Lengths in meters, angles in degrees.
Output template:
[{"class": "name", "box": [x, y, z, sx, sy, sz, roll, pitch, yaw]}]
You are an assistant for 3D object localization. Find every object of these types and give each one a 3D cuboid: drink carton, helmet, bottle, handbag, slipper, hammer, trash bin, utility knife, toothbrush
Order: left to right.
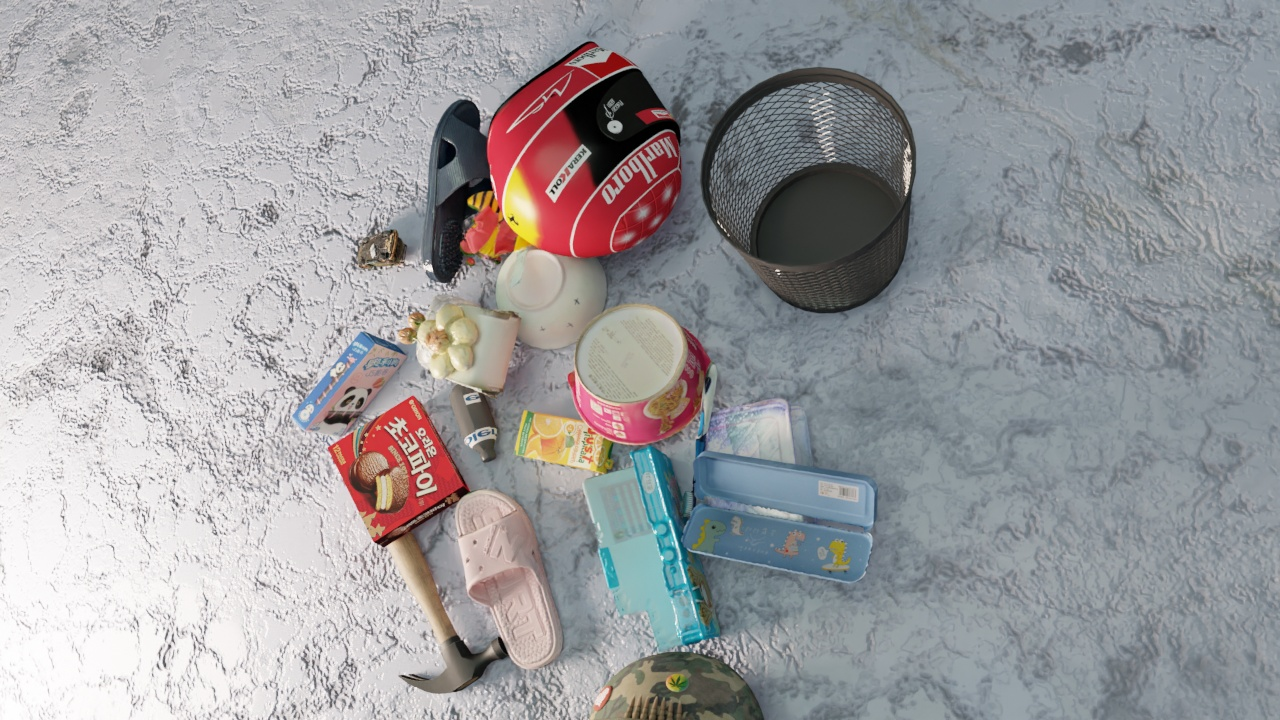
[{"class": "hammer", "box": [-0.295, 0.286, 1.200, 0.132, 0.040, 0.305, -35, 69, 4]}, {"class": "handbag", "box": [-0.243, -0.027, 1.192, 0.172, 0.123, 0.112, 18, 94, 47]}, {"class": "slipper", "box": [-0.240, -0.236, 1.270, 0.083, 0.101, 0.263, 6, 83, 20]}, {"class": "bottle", "box": [-0.218, 0.082, 1.214, 0.047, 0.047, 0.112, -27, 70, 11]}, {"class": "slipper", "box": [-0.169, 0.268, 1.146, 0.094, 0.064, 0.239, -29, 72, 10]}, {"class": "utility knife", "box": [-0.152, -0.162, 1.202, 0.031, 0.019, 0.227, -26, 31, 22]}, {"class": "drink carton", "box": [-0.093, 0.104, 1.171, 0.123, 0.041, 0.058, 9, 80, 19]}, {"class": "helmet", "box": [-0.054, -0.249, 1.153, 0.224, 0.198, 0.270, 40, 67, 14]}, {"class": "helmet", "box": [0.028, 0.429, 0.967, 0.224, 0.193, 0.235, -6, 49, -4]}, {"class": "toothbrush", "box": [0.069, 0.092, 1.086, 0.016, 0.017, 0.189, -4, 72, 50]}, {"class": "handbag", "box": [0.136, 0.132, 1.078, 0.127, 0.069, 0.158, -14, 73, 29]}, {"class": "trash bin", "box": [0.201, -0.174, 1.038, 0.218, 0.227, 0.217, -4, 76, 17]}]

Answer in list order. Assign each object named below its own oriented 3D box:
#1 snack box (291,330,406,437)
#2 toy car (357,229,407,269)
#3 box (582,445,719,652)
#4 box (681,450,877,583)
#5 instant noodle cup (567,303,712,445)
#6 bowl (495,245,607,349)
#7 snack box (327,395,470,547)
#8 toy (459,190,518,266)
[{"class": "snack box", "box": [-0.399, 0.035, 1.264, 0.033, 0.088, 0.154, 40, 92, 19]}, {"class": "toy car", "box": [-0.365, -0.156, 1.320, 0.112, 0.047, 0.047, -3, 74, 47]}, {"class": "box", "box": [0.003, 0.228, 1.082, 0.117, 0.097, 0.226, -20, 72, 11]}, {"class": "box", "box": [0.149, 0.168, 0.997, 0.210, 0.047, 0.122, 6, 85, 28]}, {"class": "instant noodle cup", "box": [-0.007, 0.007, 1.123, 0.179, 0.078, 0.178, -5, 62, 10]}, {"class": "bowl", "box": [-0.127, -0.096, 1.213, 0.153, 0.073, 0.153, -4, 77, 16]}, {"class": "snack box", "box": [-0.321, 0.146, 1.219, 0.132, 0.036, 0.152, -32, 67, -6]}, {"class": "toy", "box": [-0.204, -0.177, 1.248, 0.084, 0.046, 0.103, -1, 110, -16]}]
